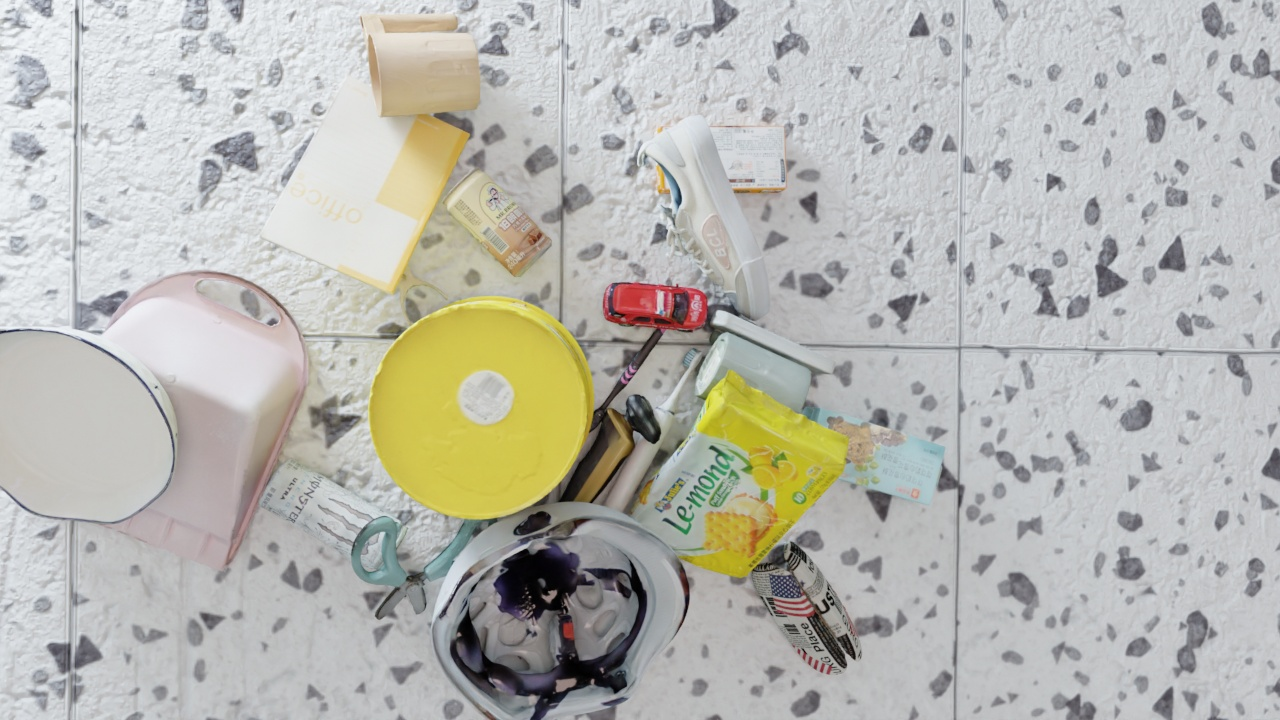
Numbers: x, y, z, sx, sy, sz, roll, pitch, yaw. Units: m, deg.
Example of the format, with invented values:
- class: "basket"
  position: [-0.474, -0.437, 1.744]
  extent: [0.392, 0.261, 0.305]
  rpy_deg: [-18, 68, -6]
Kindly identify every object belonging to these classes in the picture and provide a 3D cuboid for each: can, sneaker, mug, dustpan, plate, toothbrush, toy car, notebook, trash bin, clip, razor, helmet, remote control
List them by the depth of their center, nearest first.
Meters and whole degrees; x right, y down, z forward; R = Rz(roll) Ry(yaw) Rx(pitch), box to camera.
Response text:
- class: "plate"
  position: [-0.534, 0.058, 0.863]
  extent: [0.205, 0.045, 0.205]
  rpy_deg: [1, 113, 1]
- class: "trash bin"
  position: [-0.151, 0.043, 0.891]
  extent: [0.229, 0.255, 0.229]
  rpy_deg: [0, 90, -6]
- class: "dustpan"
  position: [-0.472, 0.053, 0.959]
  extent: [0.222, 0.138, 0.274]
  rpy_deg: [28, 113, -12]
- class: "helmet"
  position: [-0.090, 0.246, 0.964]
  extent: [0.258, 0.146, 0.229]
  rpy_deg: [-31, 112, -6]
- class: "can"
  position: [-0.322, 0.163, 0.965]
  extent: [0.146, 0.058, 0.058]
  rpy_deg: [33, 84, -10]
- class: "notebook"
  position: [-0.288, -0.187, 0.971]
  extent: [0.146, 0.010, 0.206]
  rpy_deg: [24, 72, -9]
- class: "mug"
  position: [-0.234, -0.319, 0.972]
  extent: [0.103, 0.084, 0.124]
  rpy_deg: [-9, 65, -20]
- class: "clip"
  position: [-0.261, -0.088, 0.989]
  extent: [0.066, 0.034, 0.099]
  rpy_deg: [-34, 99, -11]
- class: "can"
  position: [-0.155, -0.149, 0.997]
  extent: [0.116, 0.058, 0.058]
  rpy_deg: [45, 82, -8]
- class: "sneaker"
  position: [0.069, -0.142, 1.017]
  extent: [0.091, 0.089, 0.242]
  rpy_deg: [-25, 110, -1]
- class: "razor"
  position: [-0.037, 0.114, 1.023]
  extent: [0.067, 0.062, 0.167]
  rpy_deg: [34, 93, 8]
- class: "mug"
  position: [0.124, 0.016, 1.032]
  extent: [0.103, 0.123, 0.084]
  rpy_deg: [25, 116, -10]
- class: "toy car"
  position: [0.019, -0.061, 1.037]
  extent: [0.120, 0.045, 0.053]
  rpy_deg: [4, 83, -10]
- class: "toothbrush"
  position: [0.015, 0.084, 1.050]
  extent: [0.026, 0.026, 0.221]
  rpy_deg: [26, 84, 24]
- class: "toothbrush"
  position: [-0.006, 0.006, 1.051]
  extent: [0.014, 0.018, 0.189]
  rpy_deg: [37, 82, -7]
- class: "remote control"
  position: [0.152, -0.021, 1.062]
  extent: [0.150, 0.058, 0.021]
  rpy_deg: [24, 87, -12]

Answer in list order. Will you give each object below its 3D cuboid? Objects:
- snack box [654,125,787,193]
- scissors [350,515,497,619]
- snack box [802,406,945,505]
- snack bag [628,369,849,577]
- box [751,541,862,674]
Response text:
- class: "snack box"
  position: [0.094, -0.233, 1.065]
  extent: [0.153, 0.026, 0.075]
  rpy_deg: [-3, 91, -12]
- class: "scissors"
  position: [-0.237, 0.203, 0.949]
  extent: [0.170, 0.019, 0.181]
  rpy_deg: [-44, 141, 4]
- class: "snack box"
  position: [0.269, 0.113, 1.091]
  extent: [0.175, 0.052, 0.074]
  rpy_deg: [17, 86, -11]
- class: "snack bag"
  position: [0.099, 0.132, 0.999]
  extent: [0.158, 0.068, 0.247]
  rpy_deg: [27, 123, -10]
- class: "box"
  position: [0.191, 0.298, 1.076]
  extent: [0.087, 0.076, 0.163]
  rpy_deg: [-30, 100, 11]
